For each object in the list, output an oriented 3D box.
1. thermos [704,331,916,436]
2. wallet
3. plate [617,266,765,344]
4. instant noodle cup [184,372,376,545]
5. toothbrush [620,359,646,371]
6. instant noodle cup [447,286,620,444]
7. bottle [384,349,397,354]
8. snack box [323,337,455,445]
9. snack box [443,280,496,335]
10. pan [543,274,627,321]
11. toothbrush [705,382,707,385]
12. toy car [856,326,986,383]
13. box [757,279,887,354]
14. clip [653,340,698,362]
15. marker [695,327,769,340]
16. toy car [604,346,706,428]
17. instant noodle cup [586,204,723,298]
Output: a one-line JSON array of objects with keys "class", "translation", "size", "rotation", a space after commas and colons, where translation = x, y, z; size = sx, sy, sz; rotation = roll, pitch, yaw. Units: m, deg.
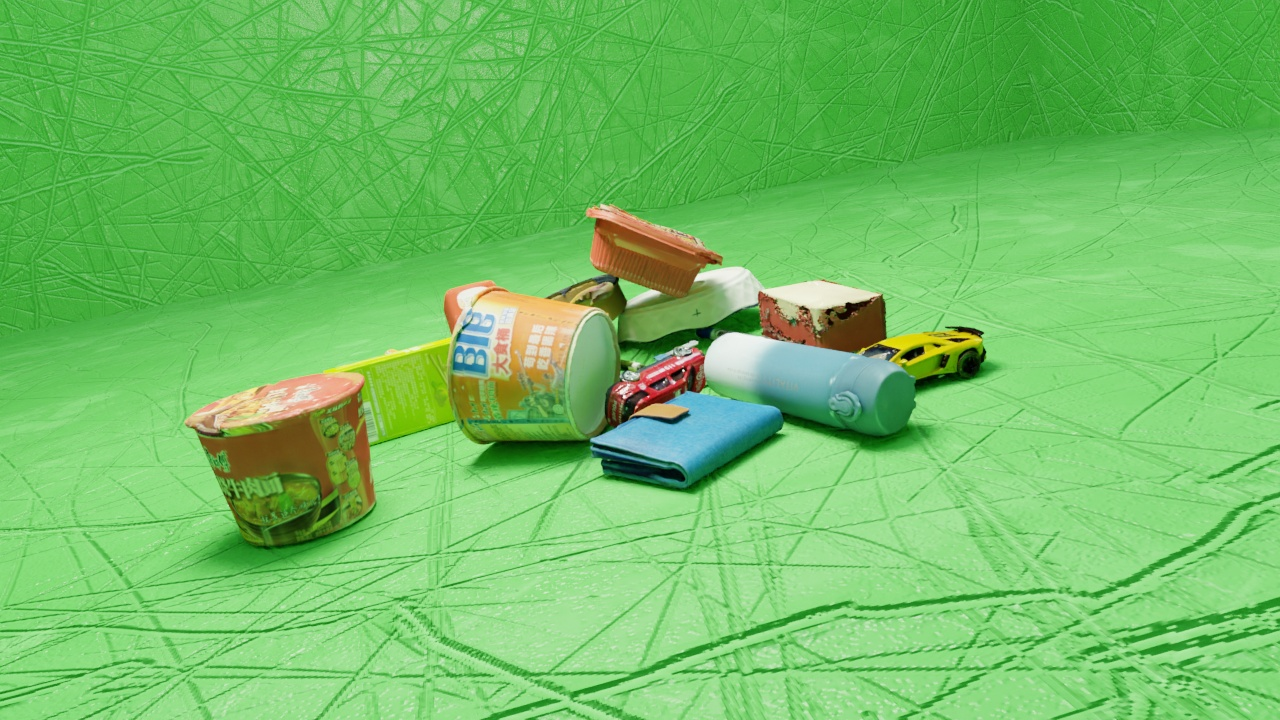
[{"class": "thermos", "translation": [0.140, 0.018, 0.793], "size": [0.070, 0.070, 0.221], "rotation": [-17, 16, -27]}, {"class": "wallet", "translation": [0.039, 0.061, 0.755], "size": [0.106, 0.040, 0.132], "rotation": [9, 22, 41]}, {"class": "plate", "translation": [0.061, -0.076, 1.204], "size": [0.205, 0.045, 0.204], "rotation": [-19, 11, 4]}, {"class": "instant noodle cup", "translation": [-0.282, 0.080, 0.753], "size": [0.138, 0.108, 0.137], "rotation": [-10, 14, 2]}, {"class": "toothbrush", "translation": [-0.006, 0.006, 1.053], "size": [0.017, 0.012, 0.186], "rotation": [-12, 13, -33]}, {"class": "instant noodle cup", "translation": [-0.091, 0.009, 0.847], "size": [0.111, 0.151, 0.151], "rotation": [5, 19, 21]}, {"class": "bottle", "translation": [-0.304, 0.030, 1.018], "size": [0.063, 0.063, 0.108], "rotation": [0, 34, 35]}, {"class": "snack box", "translation": [-0.244, 0.032, 0.964], "size": [0.156, 0.086, 0.026], "rotation": [-17, 15, -25]}, {"class": "snack box", "translation": [-0.234, -0.066, 1.317], "size": [0.091, 0.080, 0.082], "rotation": [-16, -27, -23]}, {"class": "pan", "translation": [-0.088, -0.059, 1.114], "size": [0.197, 0.078, 0.358], "rotation": [-31, 16, -16]}, {"class": "toothbrush", "translation": [0.014, 0.030, 0.931], "size": [0.191, 0.018, 0.016], "rotation": [-14, 14, -15]}, {"class": "toy car", "translation": [0.242, 0.001, 0.838], "size": [0.155, 0.041, 0.071], "rotation": [-15, 15, -15]}, {"class": "box", "translation": [0.193, -0.052, 1.006], "size": [0.091, 0.079, 0.168], "rotation": [-12, 14, -12]}, {"class": "clip", "translation": [0.043, -0.003, 1.031], "size": [0.056, 0.028, 0.024], "rotation": [-15, 13, -31]}, {"class": "marker", "translation": [0.110, -0.027, 1.091], "size": [0.016, 0.017, 0.146], "rotation": [-17, 15, -25]}, {"class": "toy car", "translation": [0.020, 0.029, 0.863], "size": [0.120, 0.053, 0.045], "rotation": [-29, 46, -35]}, {"class": "instant noodle cup", "translation": [0.007, -0.132, 1.117], "size": [0.164, 0.079, 0.188], "rotation": [19, 7, -8]}]
